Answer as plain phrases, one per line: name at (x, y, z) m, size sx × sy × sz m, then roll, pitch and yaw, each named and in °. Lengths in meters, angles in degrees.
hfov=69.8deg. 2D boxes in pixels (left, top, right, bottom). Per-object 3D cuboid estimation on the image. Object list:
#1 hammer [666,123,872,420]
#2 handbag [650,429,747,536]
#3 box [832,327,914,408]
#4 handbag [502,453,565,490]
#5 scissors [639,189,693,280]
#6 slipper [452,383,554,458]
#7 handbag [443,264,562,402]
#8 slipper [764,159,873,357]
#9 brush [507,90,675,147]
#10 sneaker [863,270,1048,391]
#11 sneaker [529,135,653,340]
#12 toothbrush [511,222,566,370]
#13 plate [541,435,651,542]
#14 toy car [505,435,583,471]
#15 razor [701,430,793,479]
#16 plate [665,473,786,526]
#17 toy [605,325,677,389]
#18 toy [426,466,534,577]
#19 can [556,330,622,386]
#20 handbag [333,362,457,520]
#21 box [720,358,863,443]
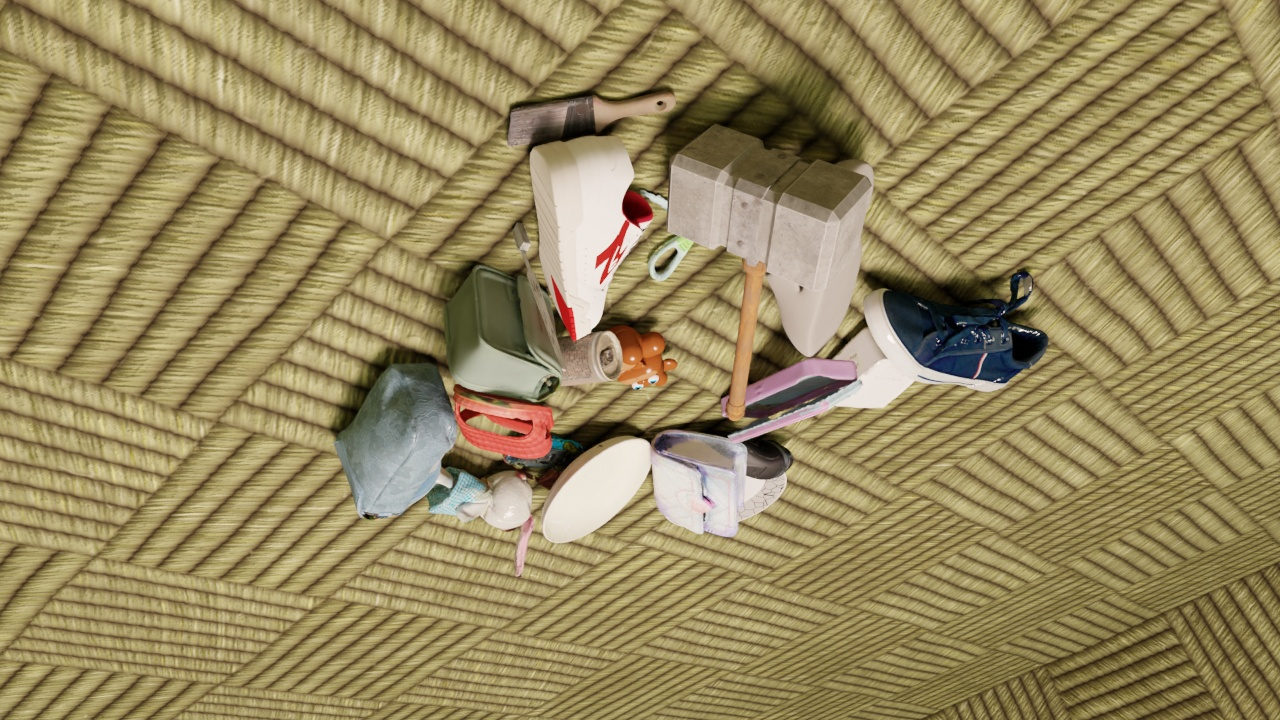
hammer at (0.107, -0.052, 0.895) m, size 0.082 × 0.163 × 0.318 m, roll -45°, pitch 151°, yaw -38°
handbag at (0.075, 0.169, 1.240) m, size 0.126 × 0.069 × 0.159 m, roll 11°, pitch 140°, yaw 13°
box at (0.292, -0.005, 1.159) m, size 0.102 × 0.091 × 0.107 m, roll 1°, pitch 145°, yaw -32°
handbag at (-0.133, 0.143, 1.212) m, size 0.119 × 0.029 × 0.055 m, roll 29°, pitch 123°, yaw -36°
scissors at (0.067, -0.139, 0.928) m, size 0.171 × 0.021 × 0.173 m, roll 18°, pitch 134°, yaw -29°
slipper at (-0.145, 0.073, 0.997) m, size 0.103 × 0.059 × 0.249 m, roll 14°, pitch 171°, yaw 6°
handbag at (-0.132, -0.029, 0.913) m, size 0.106 × 0.121 × 0.067 m, roll 18°, pitch 130°, yaw -32°
slipper at (0.176, -0.110, 0.954) m, size 0.112 × 0.081 × 0.266 m, roll -53°, pitch 157°, yaw -23°
brush at (-0.043, -0.213, 0.797) m, size 0.151 × 0.012 × 0.039 m, roll -10°, pitch 142°, yaw -6°
sneaker at (0.388, -0.042, 1.087) m, size 0.294 × 0.120 × 0.128 m, roll 13°, pitch 148°, yaw -35°
sneaker at (-0.038, -0.114, 0.876) m, size 0.104 × 0.090 × 0.237 m, roll -19°, pitch 143°, yaw -14°
toothbrush at (-0.091, -0.062, 0.834) m, size 0.010 × 0.181 × 0.010 m, roll 8°, pitch 134°, yaw -35°
plate at (-0.063, 0.163, 1.210) m, size 0.182 × 0.034 × 0.183 m, roll -33°, pitch 150°, yaw -23°
toy car at (-0.123, 0.115, 1.168) m, size 0.105 × 0.032 × 0.048 m, roll 7°, pitch 138°, yaw -34°
razor at (0.143, 0.123, 1.263) m, size 0.140 × 0.063 × 0.053 m, roll 22°, pitch 132°, yaw -19°
plate at (0.124, 0.195, 1.368) m, size 0.188 × 0.016 × 0.189 m, roll -9°, pitch 142°, yaw -7°
toy at (-0.006, 0.006, 1.049) m, size 0.095 × 0.065 × 0.127 m, roll -20°, pitch 149°, yaw 22°
toy at (-0.200, 0.170, 1.182) m, size 0.105 × 0.131 × 0.205 m, roll -44°, pitch 127°, yaw 1°
can at (-0.090, 0.002, 0.985) m, size 0.136 × 0.054 × 0.054 m, roll -7°, pitch 148°, yaw 27°
handbag at (-0.264, 0.088, 1.030) m, size 0.118 × 0.121 × 0.192 m, roll -1°, pitch 142°, yaw -45°
box at (0.178, 0.049, 1.109) m, size 0.078 × 0.065 × 0.215 m, roll -10°, pitch 169°, yaw -27°
